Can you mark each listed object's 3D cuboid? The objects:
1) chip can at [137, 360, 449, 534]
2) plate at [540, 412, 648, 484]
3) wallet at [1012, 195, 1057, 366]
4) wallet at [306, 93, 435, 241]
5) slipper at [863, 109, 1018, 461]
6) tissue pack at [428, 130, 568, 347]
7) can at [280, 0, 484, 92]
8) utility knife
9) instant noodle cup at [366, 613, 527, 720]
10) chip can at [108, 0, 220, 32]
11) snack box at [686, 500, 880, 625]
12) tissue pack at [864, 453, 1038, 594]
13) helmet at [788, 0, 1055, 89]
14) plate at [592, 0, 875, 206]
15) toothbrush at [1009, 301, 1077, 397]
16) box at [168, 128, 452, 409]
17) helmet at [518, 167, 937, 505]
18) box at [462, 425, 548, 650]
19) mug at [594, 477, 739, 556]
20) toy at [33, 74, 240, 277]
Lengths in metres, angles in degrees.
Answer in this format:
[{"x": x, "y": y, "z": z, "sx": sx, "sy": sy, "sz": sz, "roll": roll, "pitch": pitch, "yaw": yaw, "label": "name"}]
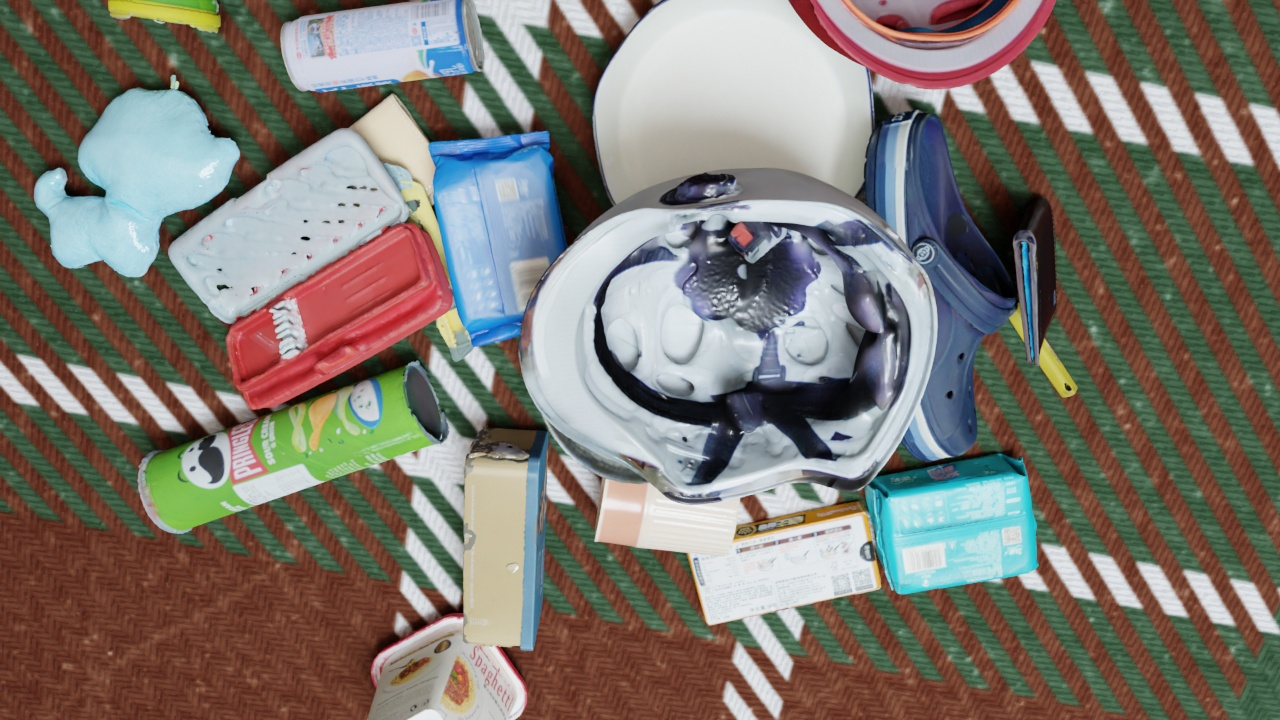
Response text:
[{"x": -0.277, "y": 0.071, "z": 0.739, "sx": 0.236, "sy": 0.072, "sz": 0.072, "roll": -19, "pitch": 104, "yaw": 6, "label": "chip can"}, {"x": -0.004, "y": 0.004, "z": 0.701, "sx": 0.179, "sy": 0.024, "sz": 0.179, "roll": 3, "pitch": 84, "yaw": -27, "label": "plate"}, {"x": 0.285, "y": -0.061, "z": 0.662, "sx": 0.020, "sy": 0.122, "sz": 0.096, "roll": -4, "pitch": 108, "yaw": 30, "label": "wallet"}, {"x": -0.207, "y": -0.134, "z": 0.704, "sx": 0.115, "sy": 0.024, "sz": 0.087, "roll": -34, "pitch": 105, "yaw": 8, "label": "wallet"}, {"x": 0.222, "y": -0.054, "z": 0.660, "sx": 0.095, "sy": 0.104, "sz": 0.253, "roll": -2, "pitch": 104, "yaw": 37, "label": "slipper"}, {"x": -0.102, "y": -0.093, "z": 0.695, "sx": 0.095, "sy": 0.052, "sz": 0.157, "roll": -10, "pitch": 108, "yaw": -3, "label": "tissue pack"}, {"x": -0.184, "y": -0.227, "z": 0.661, "sx": 0.134, "sy": 0.053, "sz": 0.053, "roll": -6, "pitch": 105, "yaw": 3, "label": "can"}, {"x": -0.162, "y": -0.076, "z": 0.714, "sx": 0.031, "sy": 0.018, "sz": 0.167, "roll": -20, "pitch": 110, "yaw": -7, "label": "utility knife"}, {"x": -0.169, "y": 0.297, "z": 0.771, "sx": 0.117, "sy": 0.124, "sz": 0.116, "roll": -30, "pitch": 103, "yaw": 9, "label": "instant noodle cup"}, {"x": -0.324, "y": -0.344, "z": 0.623, "sx": 0.072, "sy": 0.072, "sz": 0.221, "roll": 8, "pitch": 105, "yaw": -1, "label": "chip can"}, {"x": 0.121, "y": 0.172, "z": 0.778, "sx": 0.154, "sy": 0.026, "sz": 0.075, "roll": -13, "pitch": 105, "yaw": 6, "label": "snack box"}, {"x": 0.258, "y": 0.133, "z": 0.751, "sx": 0.133, "sy": 0.050, "sz": 0.093, "roll": -10, "pitch": 103, "yaw": 4, "label": "tissue pack"}, {"x": 0.164, "y": -0.297, "z": 0.585, "sx": 0.207, "sy": 0.144, "sz": 0.240, "roll": -8, "pitch": 107, "yaw": -7, "label": "helmet"}, {"x": 0.068, "y": -0.168, "z": 0.675, "sx": 0.205, "sy": 0.045, "sz": 0.205, "roll": 0, "pitch": 105, "yaw": 1, "label": "plate"}, {"x": 0.288, "y": -0.046, "z": 0.717, "sx": 0.016, "sy": 0.016, "sz": 0.190, "roll": -36, "pitch": 102, "yaw": 11, "label": "toothbrush"}, {"x": -0.252, "y": -0.064, "z": 0.698, "sx": 0.201, "sy": 0.058, "sz": 0.161, "roll": -26, "pitch": 94, "yaw": 20, "label": "box"}, {"x": 0.059, "y": -0.032, "z": 0.618, "sx": 0.259, "sy": 0.145, "sz": 0.229, "roll": -1, "pitch": 123, "yaw": 7, "label": "helmet"}, {"x": -0.109, "y": 0.149, "z": 0.748, "sx": 0.062, "sy": 0.089, "sz": 0.184, "roll": 2, "pitch": 108, "yaw": 0, "label": "box"}, {"x": 0.023, "y": 0.096, "z": 0.738, "sx": 0.106, "sy": 0.082, "sz": 0.114, "roll": 9, "pitch": 81, "yaw": -3, "label": "mug"}, {"x": -0.381, "y": -0.140, "z": 0.693, "sx": 0.161, "sy": 0.049, "sz": 0.156, "roll": 10, "pitch": 101, "yaw": 5, "label": "toy"}]
